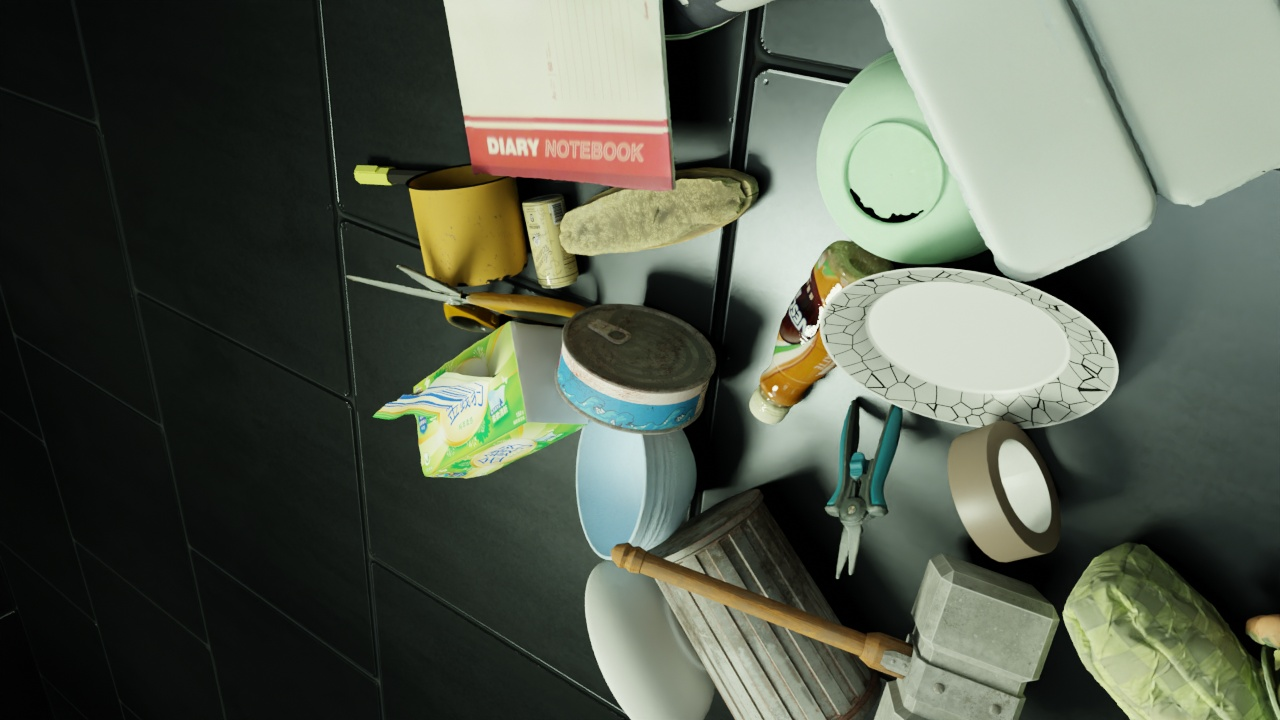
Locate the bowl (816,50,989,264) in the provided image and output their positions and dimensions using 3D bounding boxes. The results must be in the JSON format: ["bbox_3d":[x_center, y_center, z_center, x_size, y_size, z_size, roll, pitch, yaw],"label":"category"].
[{"bbox_3d":[0.178,-0.128,0.603,0.151,0.076,0.151,17,120,32],"label":"bowl"}]

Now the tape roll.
[{"bbox_3d":[0.254,0.091,0.638,0.030,0.093,0.093,-28,93,42],"label":"tape roll"}]

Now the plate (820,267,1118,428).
[{"bbox_3d":[0.216,-0.009,0.617,0.188,0.016,0.189,19,154,9],"label":"plate"}]

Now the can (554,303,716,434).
[{"bbox_3d":[-0.005,0.004,0.771,0.130,0.129,0.044,30,126,23],"label":"can"}]

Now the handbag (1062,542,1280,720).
[{"bbox_3d":[0.372,0.199,0.591,0.186,0.113,0.117,52,125,7],"label":"handbag"}]

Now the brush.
[{"bbox_3d":[0.008,-0.121,0.758,0.196,0.043,0.059,-5,108,38],"label":"brush"}]

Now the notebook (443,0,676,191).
[{"bbox_3d":[-0.066,-0.214,0.718,0.209,0.012,0.153,12,120,33],"label":"notebook"}]

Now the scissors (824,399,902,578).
[{"bbox_3d":[0.165,0.089,0.696,0.126,0.143,0.019,-41,128,11],"label":"scissors"}]

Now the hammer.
[{"bbox_3d":[0.126,0.201,0.700,0.318,0.083,0.163,18,93,10],"label":"hammer"}]

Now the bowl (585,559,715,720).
[{"bbox_3d":[0.024,0.258,0.861,0.066,0.176,0.176,-30,91,17],"label":"bowl"}]

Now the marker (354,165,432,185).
[{"bbox_3d":[-0.246,-0.189,0.938,0.124,0.021,0.017,9,72,33],"label":"marker"}]

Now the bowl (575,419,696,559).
[{"bbox_3d":[0.003,0.105,0.836,0.151,0.074,0.150,-17,71,62],"label":"bowl"}]

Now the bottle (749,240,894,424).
[{"bbox_3d":[0.132,-0.014,0.706,0.059,0.059,0.168,40,133,15],"label":"bottle"}]

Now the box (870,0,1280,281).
[{"bbox_3d":[0.251,-0.170,0.511,0.189,0.037,0.209,-23,93,22],"label":"box"}]

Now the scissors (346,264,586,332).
[{"bbox_3d":[-0.147,-0.053,0.842,0.217,0.225,0.016,3,80,13],"label":"scissors"}]

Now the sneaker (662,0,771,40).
[{"bbox_3d":[0.057,-0.273,0.624,0.236,0.078,0.084,-1,111,39],"label":"sneaker"}]

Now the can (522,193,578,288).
[{"bbox_3d":[-0.082,-0.109,0.838,0.038,0.038,0.079,5,114,36],"label":"can"}]

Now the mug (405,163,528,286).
[{"bbox_3d":[-0.160,-0.129,0.858,0.123,0.100,0.094,-124,25,-63],"label":"mug"}]

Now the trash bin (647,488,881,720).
[{"bbox_3d":[0.107,0.234,0.799,0.131,0.130,0.211,-32,88,42],"label":"trash bin"}]

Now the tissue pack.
[{"bbox_3d":[-0.167,0.041,0.889,0.198,0.141,0.120,-36,61,40],"label":"tissue pack"}]
